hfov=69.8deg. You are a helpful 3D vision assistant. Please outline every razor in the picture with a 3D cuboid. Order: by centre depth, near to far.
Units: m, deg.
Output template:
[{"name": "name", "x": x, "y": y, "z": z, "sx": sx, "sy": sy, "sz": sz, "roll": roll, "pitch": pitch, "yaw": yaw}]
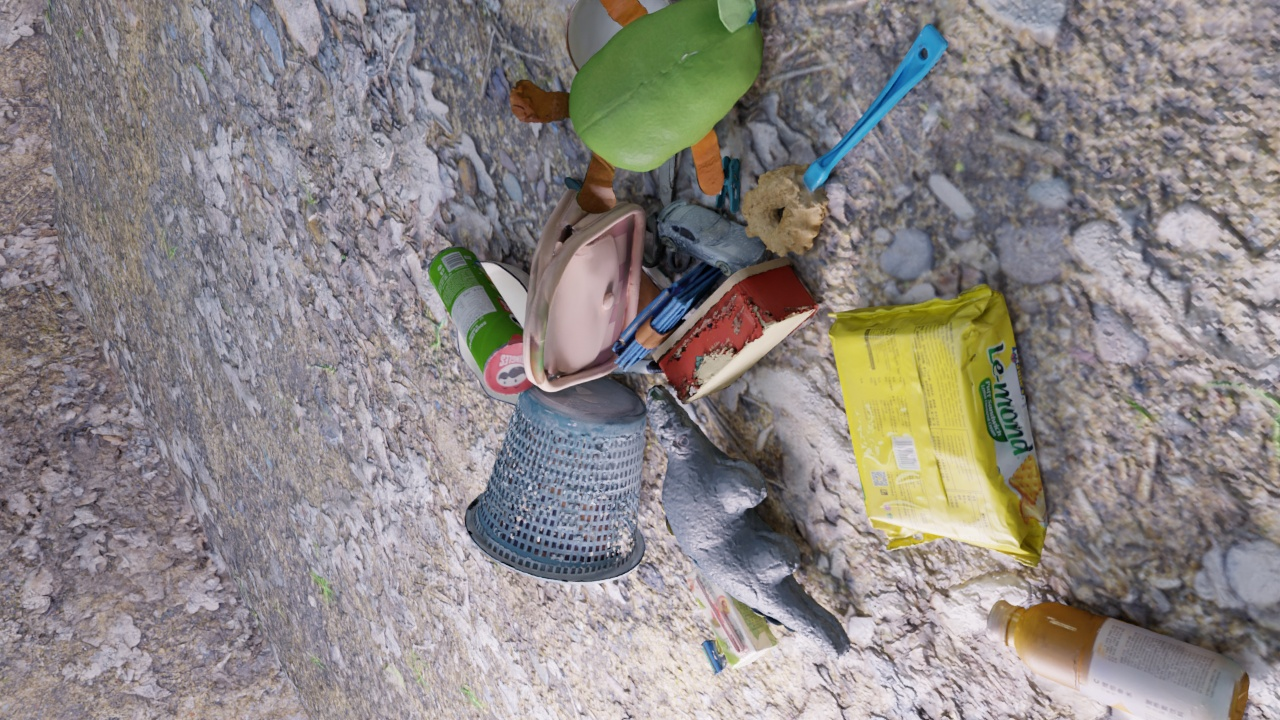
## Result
[{"name": "razor", "x": 0.124, "y": 0.327, "z": 1.097, "sx": 0.143, "sy": 0.022, "sz": 0.042, "roll": -51, "pitch": 58, "yaw": 38}]

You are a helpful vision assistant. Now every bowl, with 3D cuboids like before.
[{"name": "bowl", "x": -0.014, "y": -0.324, "z": 0.908, "sx": 0.113, "sy": 0.062, "sz": 0.114, "roll": 3, "pitch": 122, "yaw": 5}]

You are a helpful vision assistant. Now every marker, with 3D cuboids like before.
[{"name": "marker", "x": -0.006, "y": 0.006, "z": 1.094, "sx": 0.131, "sy": 0.018, "sz": 0.022, "roll": 0, "pitch": 151, "yaw": 46}]

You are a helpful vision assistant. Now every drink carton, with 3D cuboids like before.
[{"name": "drink carton", "x": 0.103, "y": 0.290, "z": 1.065, "sx": 0.054, "sy": 0.045, "sz": 0.122, "roll": -49, "pitch": 58, "yaw": 39}]

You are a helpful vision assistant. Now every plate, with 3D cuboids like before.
[{"name": "plate", "x": -0.179, "y": -0.038, "z": 1.240, "sx": 0.205, "sy": 0.045, "sz": 0.205, "roll": 22, "pitch": 122, "yaw": 39}]

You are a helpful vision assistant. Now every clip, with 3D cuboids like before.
[{"name": "clip", "x": 0.089, "y": -0.176, "z": 0.917, "sx": 0.041, "sy": 0.014, "sz": 0.056, "roll": 26, "pitch": 126, "yaw": 37}]

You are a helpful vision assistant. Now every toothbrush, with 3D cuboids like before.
[{"name": "toothbrush", "x": -0.025, "y": -0.148, "z": 1.050, "sx": 0.191, "sy": 0.018, "sz": 0.016, "roll": 48, "pitch": 125, "yaw": 18}]

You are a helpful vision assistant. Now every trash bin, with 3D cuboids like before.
[{"name": "trash bin", "x": -0.083, "y": 0.126, "z": 1.105, "sx": 0.227, "sy": 0.226, "sz": 0.195, "roll": 28, "pitch": 113, "yaw": 36}]

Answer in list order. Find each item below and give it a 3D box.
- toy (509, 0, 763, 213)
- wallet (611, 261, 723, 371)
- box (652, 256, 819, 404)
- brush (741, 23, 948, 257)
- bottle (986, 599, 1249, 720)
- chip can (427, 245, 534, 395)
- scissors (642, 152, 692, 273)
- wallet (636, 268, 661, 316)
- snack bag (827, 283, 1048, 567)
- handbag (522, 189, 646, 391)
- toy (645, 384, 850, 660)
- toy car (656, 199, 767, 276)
[{"name": "toy", "x": 0.011, "y": -0.252, "z": 0.861, "sx": 0.247, "sy": 0.089, "sz": 0.227, "roll": -28, "pitch": 100, "yaw": 19}, {"name": "wallet", "x": 0.032, "y": -0.052, "z": 0.965, "sx": 0.040, "sy": 0.106, "sz": 0.133, "roll": 45, "pitch": 136, "yaw": 3}, {"name": "box", "x": 0.095, "y": -0.020, "z": 0.920, "sx": 0.079, "sy": 0.091, "sz": 0.169, "roll": 59, "pitch": 139, "yaw": 14}, {"name": "brush", "x": 0.175, "y": -0.186, "z": 0.807, "sx": 0.083, "sy": 0.045, "sz": 0.255, "roll": 57, "pitch": 134, "yaw": 18}, {"name": "bottle", "x": 0.381, "y": 0.244, "z": 0.750, "sx": 0.190, "sy": 0.067, "sz": 0.068, "roll": 13, "pitch": 116, "yaw": 43}, {"name": "chip can", "x": -0.190, "y": -0.054, "z": 1.102, "sx": 0.236, "sy": 0.072, "sz": 0.072, "roll": 51, "pitch": 140, "yaw": 45}, {"name": "scissors", "x": 0.020, "y": -0.179, "z": 0.982, "sx": 0.146, "sy": 0.014, "sz": 0.172, "roll": -29, "pitch": 89, "yaw": 39}, {"name": "wallet", "x": -0.041, "y": -0.083, "z": 1.067, "sx": 0.101, "sy": 0.020, "sz": 0.115, "roll": -47, "pitch": 73, "yaw": 22}, {"name": "snack bag", "x": 0.254, "y": 0.059, "z": 0.805, "sx": 0.158, "sy": 0.068, "sz": 0.246, "roll": -4, "pitch": 105, "yaw": 48}, {"name": "handbag", "x": -0.072, "y": -0.059, "z": 0.935, "sx": 0.093, "sy": 0.233, "sz": 0.194, "roll": 13, "pitch": 114, "yaw": 12}, {"name": "toy", "x": 0.094, "y": 0.177, "z": 0.992, "sx": 0.356, "sy": 0.091, "sz": 0.138, "roll": 56, "pitch": 148, "yaw": -9}, {"name": "toy car", "x": 0.071, "y": -0.124, "z": 0.921, "sx": 0.121, "sy": 0.054, "sz": 0.037, "roll": 31, "pitch": 149, "yaw": 29}]
